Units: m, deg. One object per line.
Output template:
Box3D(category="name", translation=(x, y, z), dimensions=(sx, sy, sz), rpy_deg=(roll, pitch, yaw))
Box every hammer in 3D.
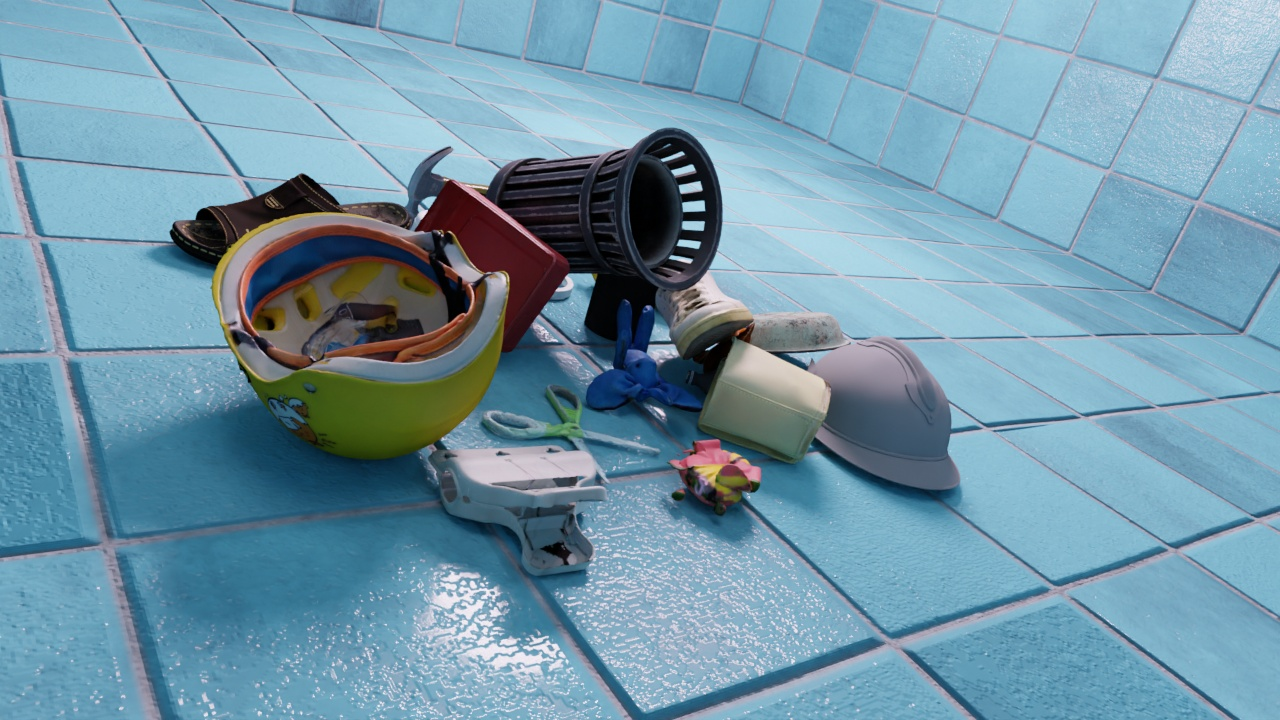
Box3D(category="hammer", translation=(-0.188, -0.235, 1.352), dimensions=(0.332, 0.118, 0.025), rpy_deg=(3, 29, -42))

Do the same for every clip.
Box3D(category="clip", translation=(-0.086, 0.102, 0.716), dimensions=(0.124, 0.073, 0.143), rpy_deg=(-3, 23, -34))

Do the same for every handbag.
Box3D(category="handbag", translation=(0.133, 0.039, 0.957), dimensions=(0.119, 0.081, 0.111), rpy_deg=(22, 34, 3))

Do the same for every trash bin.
Box3D(category="trash bin", translation=(-0.050, -0.161, 1.013), dimensions=(0.228, 0.164, 0.163), rpy_deg=(5, 11, 40))

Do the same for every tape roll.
Box3D(category="tape roll", translation=(-0.134, -0.104, 1.196), dimensions=(0.093, 0.013, 0.093), rpy_deg=(14, 23, -6))

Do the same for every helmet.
Box3D(category="helmet", translation=(-0.226, -0.011, 0.751), dimensions=(0.240, 0.140, 0.208), rpy_deg=(30, 46, 30))
Box3D(category="helmet", translation=(0.271, 0.031, 1.043), dimensions=(0.183, 0.118, 0.271), rpy_deg=(5, 24, -26))

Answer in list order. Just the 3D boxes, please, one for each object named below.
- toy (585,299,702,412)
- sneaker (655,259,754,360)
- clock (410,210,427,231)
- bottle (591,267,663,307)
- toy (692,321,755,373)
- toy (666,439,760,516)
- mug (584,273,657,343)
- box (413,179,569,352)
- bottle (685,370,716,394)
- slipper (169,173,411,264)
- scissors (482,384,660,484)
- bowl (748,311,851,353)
Box3D(category="toy", translation=(-0.006, 0.006, 0.973), dimensions=(0.112, 0.071, 0.176), rpy_deg=(8, 35, -16))
Box3D(category="sneaker", translation=(0.062, -0.067, 1.028), dimensions=(0.102, 0.089, 0.241), rpy_deg=(60, 4, -3))
Box3D(category="clock", translation=(-0.223, -0.126, 1.119), dimensions=(0.125, 0.073, 0.160), rpy_deg=(21, 17, -15))
Box3D(category="bottle", translation=(0.002, -0.115, 1.242), dimensions=(0.164, 0.071, 0.071), rpy_deg=(18, 23, 2))
Box3D(category="toy", translation=(0.112, -0.019, 1.065), dimensions=(0.070, 0.103, 0.090), rpy_deg=(33, 38, 1))
Box3D(category="toy", translation=(0.069, 0.103, 0.838), dimensions=(0.084, 0.046, 0.103), rpy_deg=(8, 16, 12))
Box3D(category="mug", translation=(-0.011, -0.081, 1.134), dimensions=(0.078, 0.088, 0.113), rpy_deg=(27, 25, 21))
Box3D(category="box", translation=(-0.177, -0.097, 0.932), dimensions=(0.157, 0.154, 0.168), rpy_deg=(37, 65, 12))
Box3D(category="bottle", translation=(0.105, 0.033, 1.024), dimensions=(0.110, 0.036, 0.036), rpy_deg=(16, 23, -4))
Box3D(category="slipper", translation=(-0.387, -0.162, 1.040), dimensions=(0.267, 0.076, 0.113), rpy_deg=(-15, 41, -37))
Box3D(category="scissors", translation=(-0.067, 0.068, 0.860), dimensions=(0.173, 0.022, 0.171), rpy_deg=(10, 21, -29))
Box3D(category="bowl", translation=(0.184, -0.038, 1.159), dimensions=(0.157, 0.038, 0.157), rpy_deg=(-3, 8, 0))
